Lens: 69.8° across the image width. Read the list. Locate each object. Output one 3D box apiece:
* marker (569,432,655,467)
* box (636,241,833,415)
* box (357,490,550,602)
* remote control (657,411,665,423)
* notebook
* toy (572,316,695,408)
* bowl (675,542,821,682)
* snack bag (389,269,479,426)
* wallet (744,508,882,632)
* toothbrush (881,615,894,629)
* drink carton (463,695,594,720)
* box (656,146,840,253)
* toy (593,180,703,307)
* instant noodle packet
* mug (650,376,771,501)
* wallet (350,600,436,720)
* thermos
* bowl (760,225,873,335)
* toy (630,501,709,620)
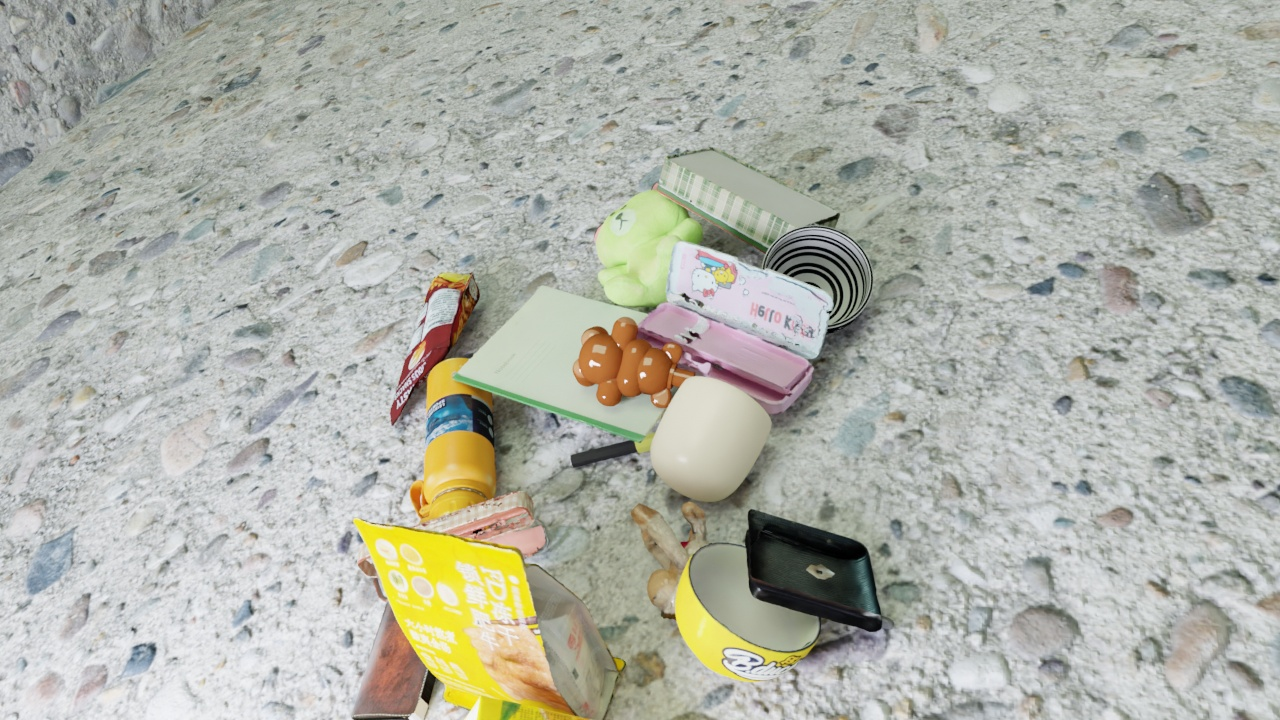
[{"bbox_3d":[-0.015,0.092,0.966,0.124,0.021,0.017,-15,86,13],"label":"marker"},{"bbox_3d":[0.096,-0.033,0.969,0.202,0.077,0.146,25,83,32],"label":"box"},{"bbox_3d":[-0.185,0.186,0.907,0.187,0.082,0.041,-20,39,8],"label":"box"},{"bbox_3d":[0.069,0.024,0.993,0.143,0.024,0.049,-31,36,-15],"label":"remote control"},{"bbox_3d":[-0.060,-0.004,1.027,0.253,0.010,0.181,17,48,28],"label":"notebook"},{"bbox_3d":[-0.006,0.006,0.953,0.128,0.065,0.095,14,90,11],"label":"toy"},{"bbox_3d":[0.078,0.211,0.741,0.117,0.068,0.117,20,26,-11],"label":"bowl"},{"bbox_3d":[-0.268,-0.028,1.167,0.139,0.066,0.207,-44,21,30],"label":"snack bag"},{"bbox_3d":[0.138,0.173,0.750,0.115,0.026,0.089,18,28,-4],"label":"wallet"},{"bbox_3d":[0.133,0.202,0.781,0.168,0.013,0.013,9,42,33],"label":"toothbrush"},{"bbox_3d":[-0.066,0.295,0.689,0.134,0.059,0.042,18,44,-14],"label":"drink carton"},{"bbox_3d":[0.129,-0.192,1.111,0.205,0.051,0.117,34,34,24],"label":"box"},{"bbox_3d":[0.013,-0.138,1.146,0.150,0.107,0.196,-36,26,22],"label":"toy"},{"bbox_3d":[-0.124,0.205,0.743,0.163,0.222,0.084,6,46,29],"label":"instant noodle packet"},{"bbox_3d":[0.054,0.081,0.889,0.120,0.096,0.099,5,58,49],"label":"mug"},{"bbox_3d":[-0.223,0.280,0.865,0.072,0.019,0.122,-10,43,17],"label":"wallet"},{"bbox_3d":[-0.202,0.103,1.009,0.092,0.076,0.232,-50,32,27],"label":"thermos"},{"bbox_3d":[0.188,-0.080,1.006,0.120,0.066,0.120,0,72,0],"label":"bowl"},{"bbox_3d":[0.030,0.185,0.816,0.074,0.085,0.105,-3,61,-7],"label":"toy"}]
